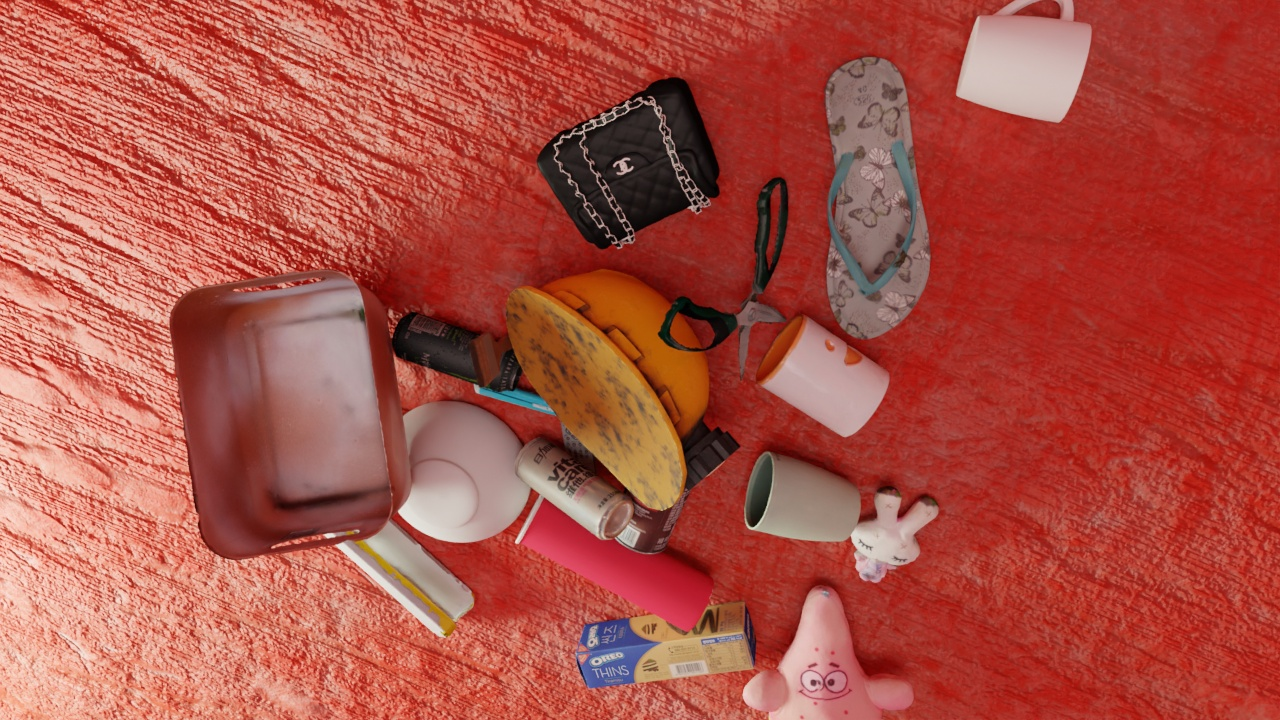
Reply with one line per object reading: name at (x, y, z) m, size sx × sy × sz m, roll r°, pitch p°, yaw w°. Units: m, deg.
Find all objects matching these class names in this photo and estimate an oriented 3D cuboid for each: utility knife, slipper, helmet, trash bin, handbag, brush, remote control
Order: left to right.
trash bin at (-0.340, 0.049, 0.927) m, size 0.181 × 0.157 × 0.259 m, roll -9°, pitch 91°, yaw -4°
brush at (-0.141, -0.012, 0.922) m, size 0.008 × 0.143 × 0.045 m, roll -9°, pitch 101°, yaw 12°
utility knife at (-0.100, 0.048, 0.999) m, size 0.176 × 0.015 × 0.022 m, roll 15°, pitch 122°, yaw 10°
remote control at (-0.072, 0.071, 1.014) m, size 0.033 × 0.013 × 0.137 m, roll -2°, pitch 111°, yaw 13°
handbag at (-0.006, -0.174, 0.851) m, size 0.154 × 0.114 × 0.125 m, roll -24°, pitch 108°, yaw 14°
helmet at (-0.005, 0.005, 0.901) m, size 0.255 × 0.131 × 0.206 m, roll 49°, pitch 154°, yaw 8°
slipper at (0.223, -0.143, 0.859) m, size 0.098 × 0.054 × 0.269 m, roll -3°, pitch 110°, yaw 8°

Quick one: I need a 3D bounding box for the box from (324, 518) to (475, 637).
box at (-0.298, 0.251, 1.109) m, size 0.210 × 0.069 × 0.067 m, roll 44°, pitch 132°, yaw -9°

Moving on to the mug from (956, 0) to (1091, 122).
mug at (0.328, -0.268, 0.784) m, size 0.088 × 0.081 × 0.114 m, roll 14°, pitch 82°, yaw 10°

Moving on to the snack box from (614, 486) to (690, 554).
snack box at (0.018, 0.142, 0.998) m, size 0.072 × 0.072 × 0.121 m, roll 21°, pitch 115°, yaw 0°

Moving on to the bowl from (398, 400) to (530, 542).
bowl at (-0.216, 0.137, 1.037) m, size 0.177 × 0.066 × 0.177 m, roll 3°, pitch 112°, yaw 8°

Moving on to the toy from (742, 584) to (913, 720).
toy at (0.212, 0.369, 1.047) m, size 0.192 × 0.096 × 0.237 m, roll -3°, pitch 104°, yaw 2°

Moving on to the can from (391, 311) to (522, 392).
can at (-0.195, -0.008, 0.981) m, size 0.138 × 0.053 × 0.054 m, roll 19°, pitch 113°, yaw 2°

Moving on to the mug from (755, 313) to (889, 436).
mug at (0.181, 0.015, 0.913) m, size 0.105 × 0.082 × 0.082 m, roll 32°, pitch 113°, yaw -5°

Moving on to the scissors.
scissors at (0.092, -0.079, 0.858) m, size 0.015 × 0.201 × 0.203 m, roll 14°, pitch 97°, yaw 38°

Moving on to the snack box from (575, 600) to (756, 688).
snack box at (0.029, 0.336, 1.082) m, size 0.207 × 0.056 × 0.057 m, roll -11°, pitch 111°, yaw 13°

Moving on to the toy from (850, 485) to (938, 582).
toy at (0.269, 0.191, 0.993) m, size 0.079 × 0.038 × 0.123 m, roll 16°, pitch 116°, yaw -5°

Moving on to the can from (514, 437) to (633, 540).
can at (-0.072, 0.137, 0.987) m, size 0.136 × 0.054 × 0.054 m, roll 31°, pitch 118°, yaw 31°

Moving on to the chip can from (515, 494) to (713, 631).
chip can at (-0.028, 0.226, 1.040) m, size 0.220 × 0.069 × 0.069 m, roll 29°, pitch 113°, yaw -3°

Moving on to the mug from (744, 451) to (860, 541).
mug at (0.168, 0.157, 0.980) m, size 0.104 × 0.084 × 0.112 m, roll 15°, pitch 142°, yaw -10°
